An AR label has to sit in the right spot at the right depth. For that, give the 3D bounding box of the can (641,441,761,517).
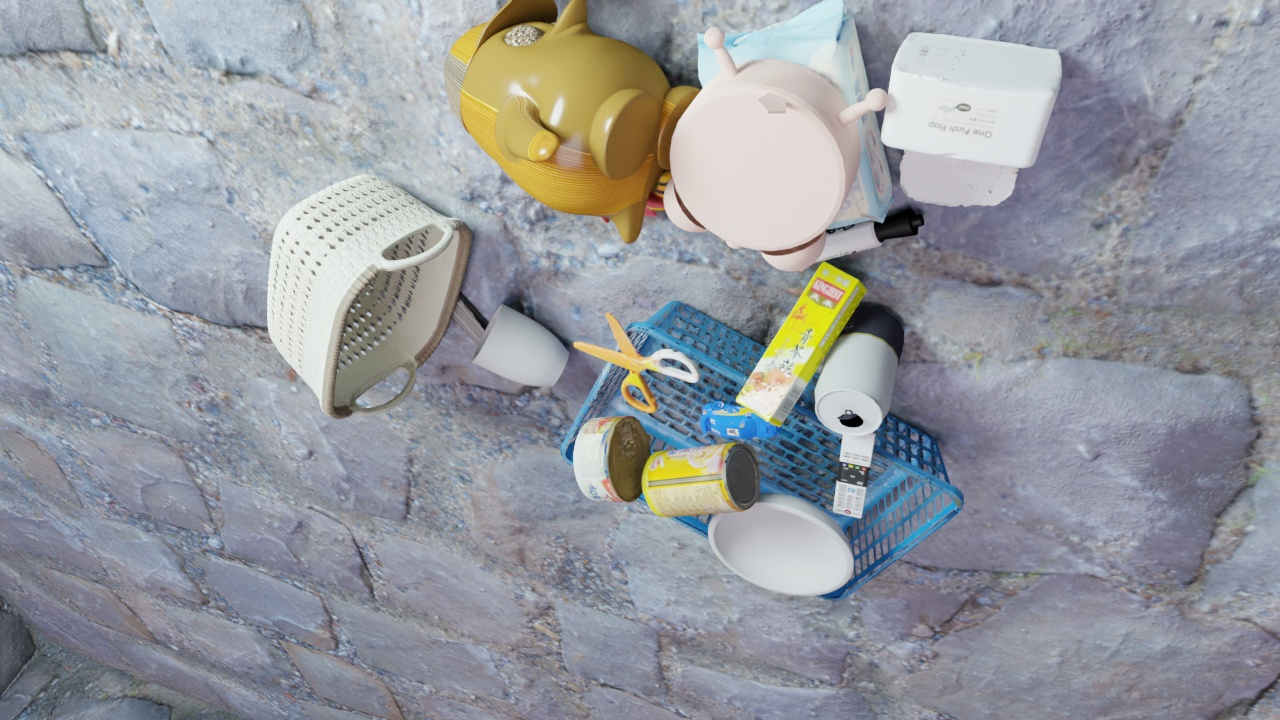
[{"bbox_3d":[0.059,0.117,0.899,0.105,0.067,0.067,-12,126,39],"label":"can"}]

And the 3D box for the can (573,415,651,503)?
[{"bbox_3d":[-0.027,0.098,0.913,0.043,0.086,0.086,-4,130,31],"label":"can"}]

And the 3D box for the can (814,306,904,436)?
[{"bbox_3d":[0.194,0.012,0.818,0.064,0.127,0.064,14,137,13],"label":"can"}]

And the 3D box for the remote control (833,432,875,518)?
[{"bbox_3d":[0.200,0.105,0.861,0.028,0.011,0.124,11,136,16],"label":"remote control"}]

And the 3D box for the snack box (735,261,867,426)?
[{"bbox_3d":[0.142,-0.014,0.813,0.040,0.148,0.029,34,-176,33],"label":"snack box"}]

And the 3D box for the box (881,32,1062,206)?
[{"bbox_3d":[0.228,-0.156,0.663,0.109,0.125,0.137,15,128,14],"label":"box"}]

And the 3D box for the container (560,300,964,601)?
[{"bbox_3d":[0.120,0.093,0.967,0.362,0.089,0.258,28,138,-2],"label":"container"}]

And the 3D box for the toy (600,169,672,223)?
[{"bbox_3d":[-0.010,-0.150,0.815,0.103,0.046,0.084,2,163,16],"label":"toy"}]

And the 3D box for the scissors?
[{"bbox_3d":[0.000,0.003,0.859,0.128,0.011,0.125,-6,130,30],"label":"scissors"}]

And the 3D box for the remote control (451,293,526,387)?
[{"bbox_3d":[-0.174,-0.021,1.057,0.033,0.013,0.136,-19,119,39],"label":"remote control"}]

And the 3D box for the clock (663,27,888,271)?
[{"bbox_3d":[0.085,-0.138,0.658,0.131,0.086,0.161,24,144,8],"label":"clock"}]

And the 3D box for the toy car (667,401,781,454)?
[{"bbox_3d":[0.078,0.071,0.849,0.092,0.061,0.033,6,135,22],"label":"toy car"}]

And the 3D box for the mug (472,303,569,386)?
[{"bbox_3d":[-0.135,-0.003,1.018,0.089,0.071,0.107,27,149,-14],"label":"mug"}]

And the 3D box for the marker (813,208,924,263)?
[{"bbox_3d":[0.180,-0.104,0.785,0.126,0.025,0.025,-12,126,35],"label":"marker"}]

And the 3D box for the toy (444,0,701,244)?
[{"bbox_3d":[-0.064,-0.207,0.724,0.203,0.198,0.163,33,123,24],"label":"toy"}]

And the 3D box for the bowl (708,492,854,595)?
[{"bbox_3d":[0.147,0.180,0.940,0.150,0.043,0.150,14,137,14],"label":"bowl"}]

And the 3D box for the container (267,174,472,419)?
[{"bbox_3d":[-0.283,-0.067,0.945,0.143,0.184,0.247,39,136,10],"label":"container"}]

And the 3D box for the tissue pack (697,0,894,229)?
[{"bbox_3d":[0.121,-0.181,0.705,0.112,0.069,0.182,-4,128,29],"label":"tissue pack"}]
